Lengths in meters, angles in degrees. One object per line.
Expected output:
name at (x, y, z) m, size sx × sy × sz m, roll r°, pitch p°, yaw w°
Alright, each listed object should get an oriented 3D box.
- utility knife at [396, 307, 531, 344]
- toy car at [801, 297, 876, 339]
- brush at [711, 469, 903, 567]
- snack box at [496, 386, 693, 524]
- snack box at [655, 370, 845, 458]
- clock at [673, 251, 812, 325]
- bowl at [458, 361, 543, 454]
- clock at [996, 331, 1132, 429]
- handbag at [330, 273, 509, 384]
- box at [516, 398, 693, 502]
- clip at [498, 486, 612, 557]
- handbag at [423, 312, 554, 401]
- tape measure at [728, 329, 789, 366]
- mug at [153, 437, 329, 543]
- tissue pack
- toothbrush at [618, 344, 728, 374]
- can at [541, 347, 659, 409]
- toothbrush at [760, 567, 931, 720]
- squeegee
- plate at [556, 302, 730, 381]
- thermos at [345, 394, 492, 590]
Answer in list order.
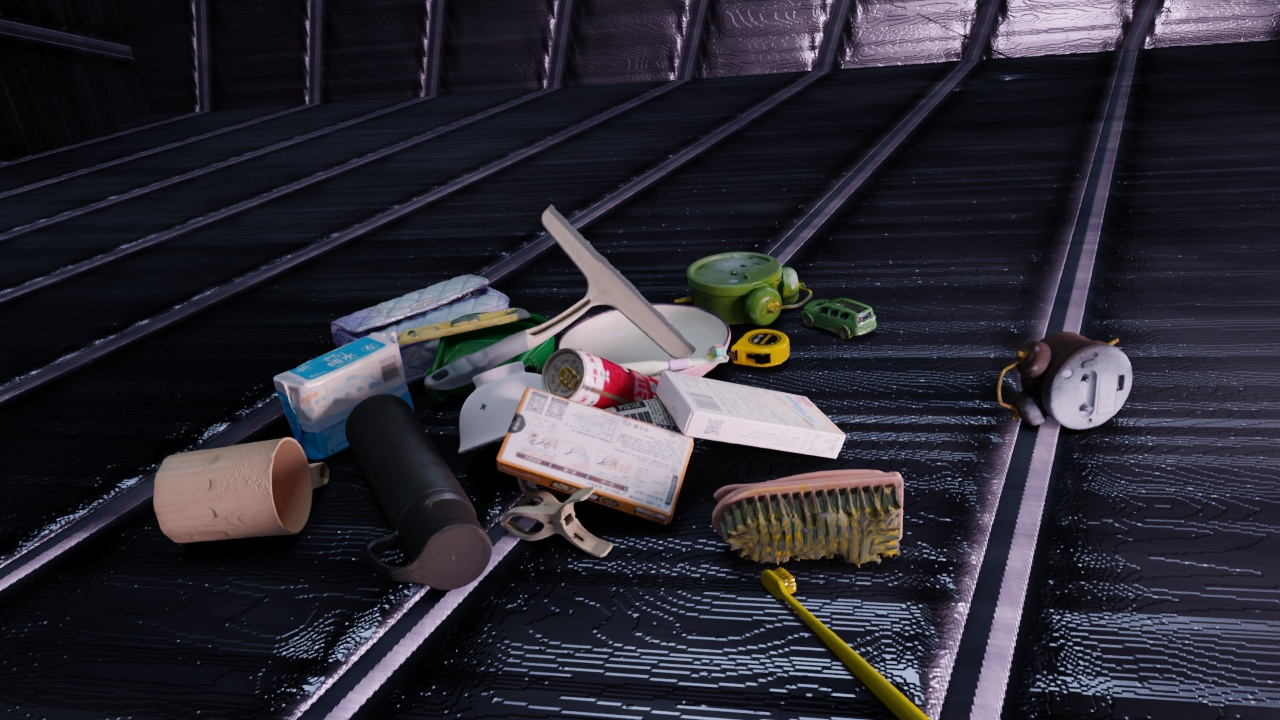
utility knife at (-0.208, -0.034, 1.005) m, size 0.178 × 0.019 × 0.031 m, roll -16°, pitch 29°, yaw 0°
toy car at (0.229, -0.052, 1.064) m, size 0.043 × 0.036 × 0.091 m, roll -27°, pitch 29°, yaw -33°
brush at (0.128, 0.118, 0.711) m, size 0.146 × 0.063 × 0.073 m, roll -5°, pitch 30°, yaw 6°
snack box at (-0.038, 0.079, 0.775) m, size 0.154 × 0.026 × 0.075 m, roll 17°, pitch 60°, yaw 4°
snack box at (0.098, 0.049, 0.830) m, size 0.156 × 0.027 × 0.084 m, roll 11°, pitch 20°, yaw -22°
clock at (0.132, -0.087, 1.130) m, size 0.161 × 0.056 × 0.115 m, roll 11°, pitch 31°, yaw 31°
bowl at (-0.124, 0.039, 0.862) m, size 0.118 × 0.064 × 0.118 m, roll -19°, pitch -3°, yaw -1°
clock at (0.383, 0.018, 0.835) m, size 0.122 × 0.082 × 0.055 m, roll -9°, pitch 22°, yaw -8°
handbag at (-0.255, -0.041, 1.100) m, size 0.193 × 0.076 × 0.134 m, roll -25°, pitch 31°, yaw -34°
box at (-0.030, 0.075, 0.814) m, size 0.163 × 0.077 × 0.074 m, roll -11°, pitch 36°, yaw -15°
clip at (-0.070, 0.131, 0.756) m, size 0.097 × 0.060 × 0.034 m, roll -2°, pitch 23°, yaw 34°
handbag at (-0.161, 0.000, 1.004) m, size 0.131 × 0.068 × 0.120 m, roll 0°, pitch 28°, yaw 13°
tape measure at (0.134, -0.011, 1.006) m, size 0.057 × 0.029 × 0.059 m, roll 9°, pitch 30°, yaw 29°
mug at (-0.351, 0.113, 0.817) m, size 0.103 × 0.084 × 0.124 m, roll -6°, pitch 2°, yaw 2°
tissue pack at (-0.300, 0.034, 0.940) m, size 0.063 × 0.090 × 0.139 m, roll 19°, pitch 36°, yaw 40°
toothbrush at (-0.005, 0.005, 0.916) m, size 0.189 × 0.020 × 0.029 m, roll -8°, pitch 25°, yaw -11°
can at (-0.032, 0.027, 0.859) m, size 0.053 × 0.053 × 0.132 m, roll 15°, pitch -4°, yaw 36°
toothbrush at (0.139, 0.192, 0.608) m, size 0.016 × 0.016 × 0.190 m, roll -11°, pitch 26°, yaw -25°
squeegee at (-0.115, -0.026, 0.947) m, size 0.246 × 0.039 × 0.246 m, roll -32°, pitch 66°, yaw -28°
plate at (0.004, -0.009, 1.019) m, size 0.192 × 0.039 × 0.192 m, roll -5°, pitch 26°, yaw 2°
thermos at (-0.207, 0.108, 0.791) m, size 0.089 × 0.068 × 0.242 m, roll -13°, pitch 26°, yaw -24°
